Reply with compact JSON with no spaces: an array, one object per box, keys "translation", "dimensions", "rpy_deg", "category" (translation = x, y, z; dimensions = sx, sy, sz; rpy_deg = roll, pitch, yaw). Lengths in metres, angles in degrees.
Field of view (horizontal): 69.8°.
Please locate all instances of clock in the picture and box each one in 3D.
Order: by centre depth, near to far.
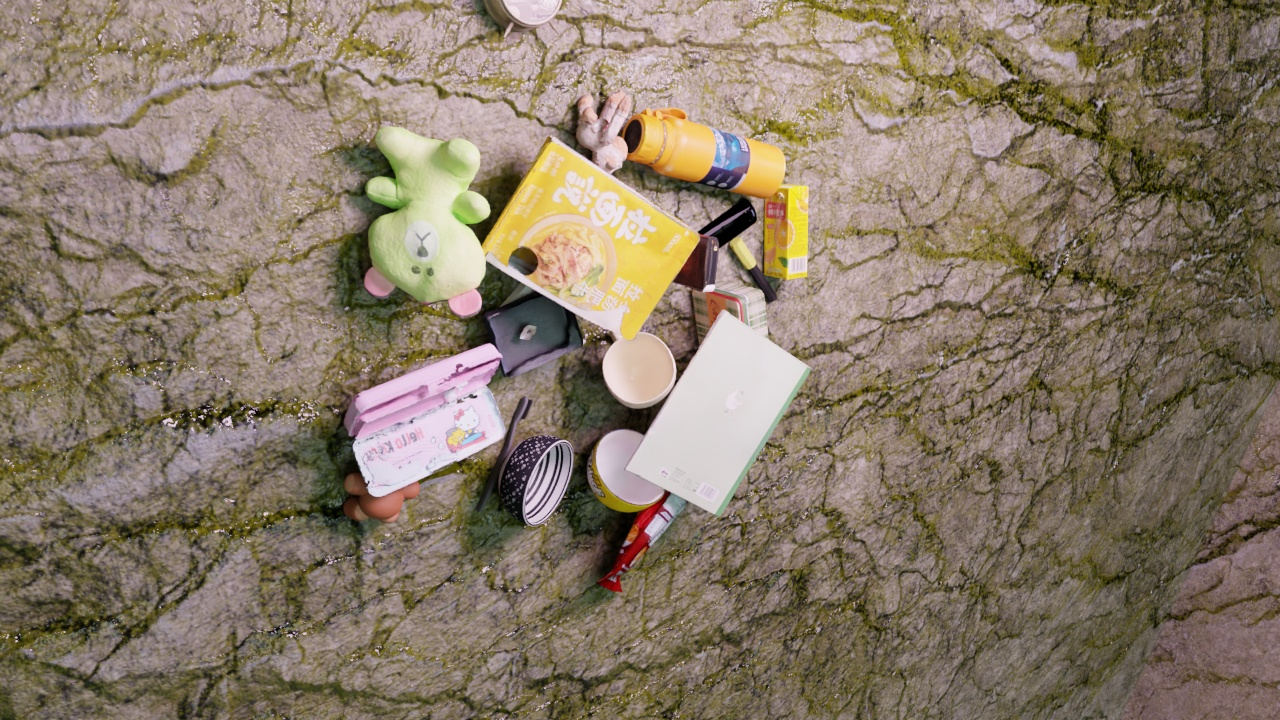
[{"translation":[-0.135,-0.449,1.060],"dimensions":[0.092,0.055,0.141],"rpy_deg":[-15,114,-29],"category":"clock"}]

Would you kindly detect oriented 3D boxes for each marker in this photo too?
[{"translation":[0.170,-0.133,1.368],"dimensions":[0.124,0.018,0.021],"rpy_deg":[51,31,-34],"category":"marker"}]

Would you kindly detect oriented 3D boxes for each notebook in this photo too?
[{"translation":[0.112,0.079,1.267],"dimensions":[0.182,0.010,0.252],"rpy_deg":[30,92,-29],"category":"notebook"}]

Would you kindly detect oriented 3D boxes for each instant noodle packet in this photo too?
[{"translation":[-0.059,-0.142,1.108],"dimensions":[0.221,0.084,0.163],"rpy_deg":[31,102,-10],"category":"instant noodle packet"}]

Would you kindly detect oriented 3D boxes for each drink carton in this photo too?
[{"translation":[0.214,-0.191,1.355],"dimensions":[0.042,0.058,0.135],"rpy_deg":[-10,108,-30],"category":"drink carton"}]

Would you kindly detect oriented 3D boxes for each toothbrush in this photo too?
[{"translation":[-0.183,0.126,1.222],"dimensions":[0.013,0.013,0.167],"rpy_deg":[24,90,-43],"category":"toothbrush"}]

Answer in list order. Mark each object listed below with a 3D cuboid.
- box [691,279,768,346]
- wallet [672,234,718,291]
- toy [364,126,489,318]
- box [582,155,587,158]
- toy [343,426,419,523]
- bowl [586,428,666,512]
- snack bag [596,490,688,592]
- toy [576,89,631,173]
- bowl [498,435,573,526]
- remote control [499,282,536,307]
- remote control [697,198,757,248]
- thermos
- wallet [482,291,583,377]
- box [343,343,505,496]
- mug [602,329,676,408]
[{"translation":[0.133,-0.009,1.324],"dimensions":[0.051,0.118,0.206],"rpy_deg":[-21,116,-31],"category":"box"},{"translation":[0.059,-0.137,1.232],"dimensions":[0.019,0.123,0.072],"rpy_deg":[-3,105,-32],"category":"wallet"},{"translation":[-0.241,-0.159,1.046],"dimensions":[0.150,0.107,0.197],"rpy_deg":[9,106,-2],"category":"toy"},{"translation":[-0.040,-0.180,1.200],"dimensions":[0.042,0.082,0.187],"rpy_deg":[-28,124,13],"category":"box"},{"translation":[-0.315,0.135,1.121],"dimensions":[0.094,0.065,0.127],"rpy_deg":[12,87,-38],"category":"toy"},{"translation":[-0.025,0.161,1.288],"dimensions":[0.117,0.068,0.117],"rpy_deg":[16,53,-23],"category":"bowl"},{"translation":[0.014,0.246,1.331],"dimensions":[0.207,0.066,0.139],"rpy_deg":[-58,168,-10],"category":"snack bag"},{"translation":[-0.041,-0.281,1.153],"dimensions":[0.074,0.085,0.106],"rpy_deg":[-10,114,-16],"category":"toy"},{"translation":[-0.148,0.151,1.212],"dimensions":[0.119,0.066,0.120],"rpy_deg":[-50,151,-42],"category":"bowl"},{"translation":[-0.132,-0.085,1.186],"dimensions":[0.143,0.024,0.049],"rpy_deg":[-51,124,-9],"category":"remote control"},{"translation":[0.108,-0.177,1.315],"dimensions":[0.151,0.020,0.041],"rpy_deg":[-37,119,-17],"category":"remote control"},{"translation":[0.083,-0.282,1.243],"dimensions":[0.232,0.091,0.076],"rpy_deg":[6,129,-33],"category":"thermos"},{"translation":[-0.136,-0.039,1.165],"dimensions":[0.114,0.026,0.089],"rpy_deg":[-25,117,-22],"category":"wallet"},{"translation":[-0.258,0.062,1.109],"dimensions":[0.201,0.077,0.146],"rpy_deg":[-24,132,-39],"category":"box"},{"translation":[-0.007,0.007,1.250],"dimensions":[0.096,0.100,0.120],"rpy_deg":[-33,82,-3],"category":"mug"}]
